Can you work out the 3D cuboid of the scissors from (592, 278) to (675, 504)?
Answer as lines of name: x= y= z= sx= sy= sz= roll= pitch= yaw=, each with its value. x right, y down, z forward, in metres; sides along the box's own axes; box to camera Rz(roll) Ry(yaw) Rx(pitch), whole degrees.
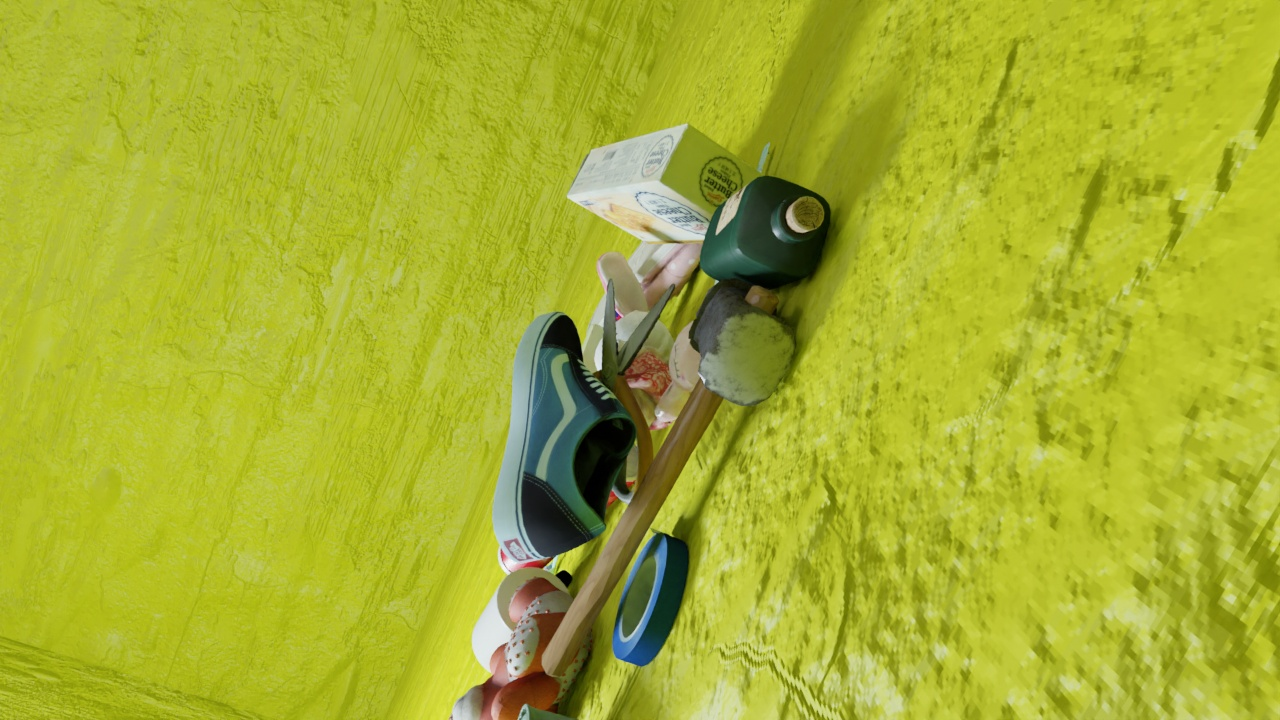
scissors: x=-0.028 y=0.035 z=0.765 sx=0.226 sy=0.016 sz=0.229 roll=-52 pitch=36 yaw=29

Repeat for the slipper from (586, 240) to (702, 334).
slipper: x=0.027 y=-0.106 z=0.999 sx=0.275 sy=0.054 sz=0.113 roll=-46 pitch=18 yaw=41

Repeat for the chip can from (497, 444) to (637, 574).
chip can: x=-0.073 y=0.150 z=0.913 sx=0.215 sy=0.052 sz=0.051 roll=-48 pitch=21 yaw=39

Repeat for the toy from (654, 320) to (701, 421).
toy: x=0.044 y=0.003 z=0.720 sx=0.063 sy=0.047 sz=0.110 roll=-65 pitch=3 yaw=-38

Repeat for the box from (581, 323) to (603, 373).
box: x=-0.040 y=0.068 z=0.990 sx=0.127 sy=0.066 sz=0.188 roll=38 pitch=-111 yaw=-53

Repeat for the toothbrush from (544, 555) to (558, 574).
toothbrush: x=-0.091 y=0.188 z=1.054 sx=0.022 sy=0.016 sz=0.155 roll=-63 pitch=-11 yaw=-62

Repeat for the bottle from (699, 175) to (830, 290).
bottle: x=0.089 y=-0.086 z=0.621 sx=0.131 sy=0.061 sz=0.061 roll=167 pitch=122 yaw=-78

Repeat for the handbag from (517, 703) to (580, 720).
handbag: x=-0.067 y=0.302 z=0.616 sx=0.122 sy=0.067 sz=0.106 roll=-157 pitch=88 yaw=-80

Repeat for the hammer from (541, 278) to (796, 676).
hammer: x=0.008 y=0.094 z=0.644 sx=0.329 sy=0.052 sz=0.098 roll=-62 pitch=10 yaw=16

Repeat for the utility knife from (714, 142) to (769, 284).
utility knife: x=0.094 y=-0.130 z=0.819 sx=0.022 sy=0.015 sz=0.161 roll=-17 pitch=51 yaw=61

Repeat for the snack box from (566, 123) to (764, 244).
snack box: x=0.023 y=-0.154 z=0.840 sx=0.208 sy=0.104 sz=0.057 roll=14 pitch=78 yaw=64

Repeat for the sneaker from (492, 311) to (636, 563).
sneaker: x=-0.043 y=0.045 z=0.702 sx=0.098 sy=0.083 sz=0.240 roll=-17 pitch=39 yaw=16

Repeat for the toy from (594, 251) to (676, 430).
toy: x=-0.005 y=0.005 z=0.859 sx=0.193 sy=0.084 sz=0.159 roll=-89 pitch=-16 yaw=-51

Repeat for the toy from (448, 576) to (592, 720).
toy: x=-0.107 y=0.284 z=0.796 sx=0.164 sy=0.093 sz=0.172 roll=-169 pitch=99 yaw=-78

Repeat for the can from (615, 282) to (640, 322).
can: x=-0.021 y=-0.037 z=0.955 sx=0.032 sy=0.032 sz=0.095 roll=-165 pitch=82 yaw=-80

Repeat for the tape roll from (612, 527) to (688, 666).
tape roll: x=0.006 y=0.168 z=0.649 sx=0.091 sy=0.016 sz=0.093 roll=-174 pitch=105 yaw=-79

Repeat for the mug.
mug: x=-0.113 y=0.261 z=0.950 sx=0.111 sy=0.078 sz=0.097 roll=-38 pitch=-14 yaw=-44
